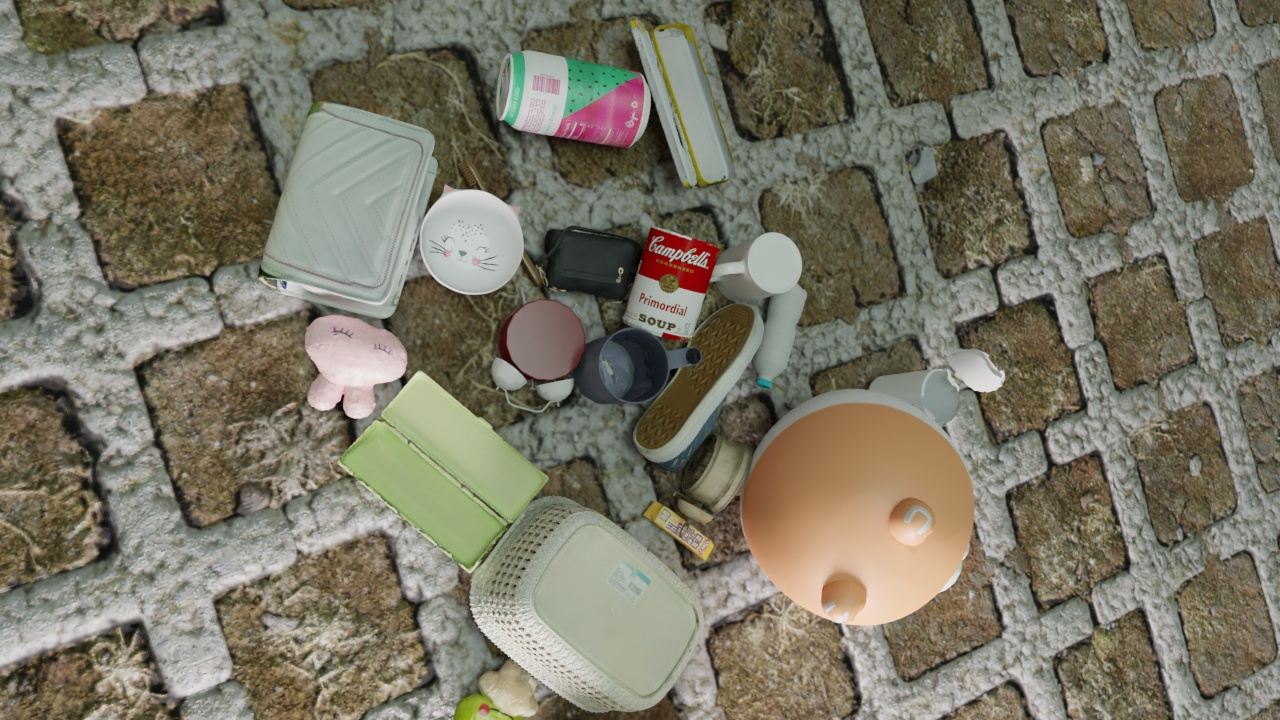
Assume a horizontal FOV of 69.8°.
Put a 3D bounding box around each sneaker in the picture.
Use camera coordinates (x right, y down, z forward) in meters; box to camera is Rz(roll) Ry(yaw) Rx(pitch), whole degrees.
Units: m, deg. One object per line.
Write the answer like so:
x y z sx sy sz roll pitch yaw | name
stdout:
0.083 0.036 1.106 0.235 0.087 0.079 -55 137 -20 | sneaker

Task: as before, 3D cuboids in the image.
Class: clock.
-0.116 -0.011 1.043 0.096 0.048 0.137 16 80 -19 | clock
0.077 0.145 1.087 0.054 0.093 0.140 30 82 -10 | clock

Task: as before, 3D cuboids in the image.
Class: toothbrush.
-0.160 -0.157 1.055 0.016 0.016 0.167 -34 98 -21 | toothbrush

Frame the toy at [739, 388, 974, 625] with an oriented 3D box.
0.250 0.174 1.045 0.265 0.280 0.263 35 105 -4 | toy

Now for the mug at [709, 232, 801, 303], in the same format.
0.126 -0.110 1.122 0.110 0.091 0.074 -7 89 -22 | mug

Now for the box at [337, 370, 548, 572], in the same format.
-0.210 0.118 0.987 0.187 0.030 0.138 39 78 -1 | box

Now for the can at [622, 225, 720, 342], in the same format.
0.036 -0.089 1.071 0.086 0.086 0.116 14 99 -20 | can

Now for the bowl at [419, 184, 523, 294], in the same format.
-0.191 -0.129 1.021 0.114 0.051 0.114 1 88 -22 | bowl

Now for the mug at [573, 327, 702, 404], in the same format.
-0.006 0.006 1.055 0.123 0.104 0.084 -10 89 -22 | mug

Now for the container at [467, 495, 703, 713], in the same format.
-0.052 0.266 0.998 0.251 0.143 0.184 43 64 -13 | container

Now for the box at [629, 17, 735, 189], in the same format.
0.049 -0.313 1.123 0.127 0.046 0.210 -21 95 -53 | box

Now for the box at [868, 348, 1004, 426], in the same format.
0.371 0.041 1.169 0.094 0.166 0.084 -41 106 -30 | box

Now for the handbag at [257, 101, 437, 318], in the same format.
-0.303 -0.154 0.961 0.142 0.096 0.198 16 81 -5 | handbag

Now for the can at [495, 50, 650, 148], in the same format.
-0.077 -0.301 1.059 0.165 0.088 0.088 5 84 -21 | can

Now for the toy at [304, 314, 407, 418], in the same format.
-0.306 0.008 0.971 0.108 0.053 0.105 17 95 -21 | toy

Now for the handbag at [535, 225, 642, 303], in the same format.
-0.060 -0.111 1.072 0.128 0.054 0.079 6 88 -23 | handbag

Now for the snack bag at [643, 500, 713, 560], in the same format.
0.048 0.205 1.107 0.099 0.020 0.026 39 75 -14 | snack bag

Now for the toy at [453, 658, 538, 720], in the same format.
-0.153 0.384 1.003 0.092 0.043 0.117 36 73 -14 | toy

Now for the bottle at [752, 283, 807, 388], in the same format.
0.173 -0.031 1.159 0.044 0.044 0.136 21 79 -19 | bottle
